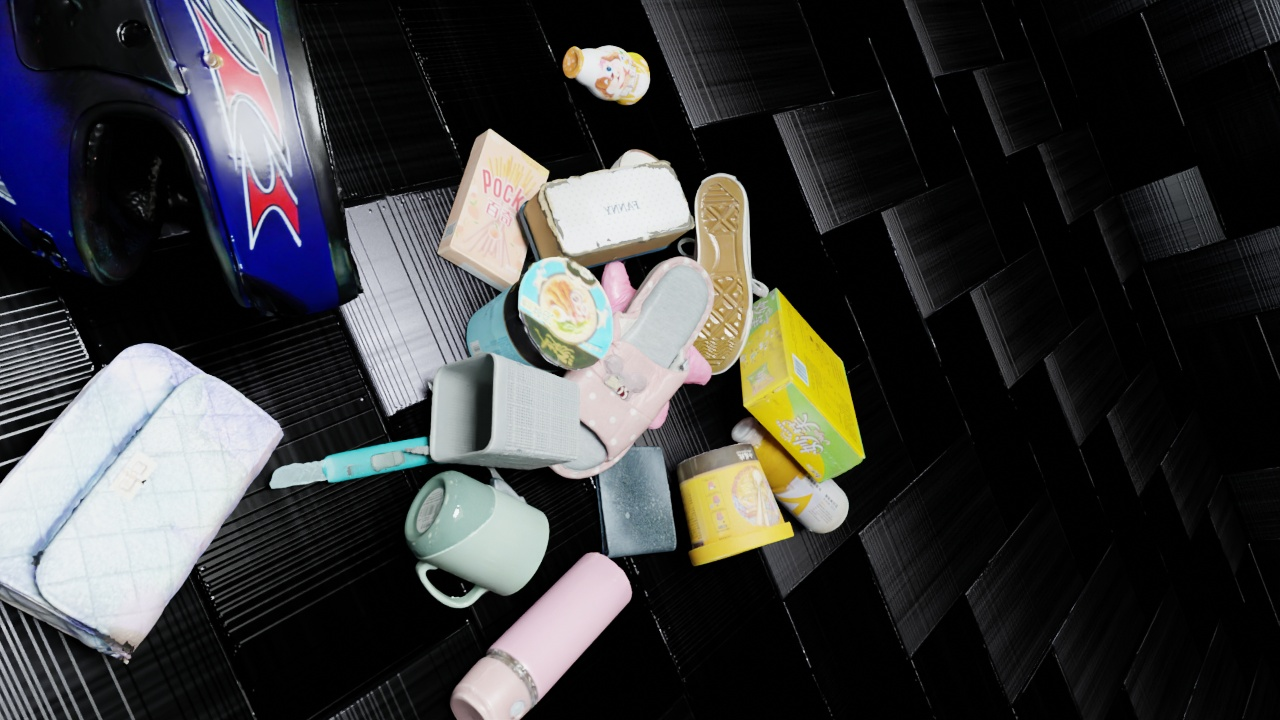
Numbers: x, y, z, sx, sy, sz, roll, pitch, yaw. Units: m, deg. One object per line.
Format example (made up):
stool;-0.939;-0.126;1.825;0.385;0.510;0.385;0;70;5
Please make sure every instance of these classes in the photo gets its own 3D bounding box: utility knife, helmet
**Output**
utility knife;-0.232;0.089;0.811;0.195;0.013;0.029;-8;84;-45
helmet;-0.344;-0.168;0.635;0.240;0.248;0.315;-14;87;-16

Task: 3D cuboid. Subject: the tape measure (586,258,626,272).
tape measure;-0.042;-0.130;1.048;0.057;0.039;0.058;-1;77;-43

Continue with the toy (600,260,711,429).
toy;0.013;-0.025;1.040;0.194;0.075;0.178;42;58;-30

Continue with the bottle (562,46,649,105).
bottle;-0.042;-0.347;1.106;0.108;0.063;0.063;1;76;-43

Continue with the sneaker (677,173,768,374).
sneaker;0.098;-0.105;1.123;0.087;0.118;0.241;-27;120;-76

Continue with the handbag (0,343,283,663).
handbag;-0.360;0.092;0.646;0.134;0.076;0.193;42;52;-26

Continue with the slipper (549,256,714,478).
slipper;-0.006;0.006;0.952;0.114;0.054;0.273;44;71;-22

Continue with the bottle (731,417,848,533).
bottle;0.186;0.142;1.153;0.189;0.068;0.067;44;50;-24

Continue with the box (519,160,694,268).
box;-0.038;-0.149;0.960;0.184;0.064;0.089;-16;83;-29

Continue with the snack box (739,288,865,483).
snack box;0.197;0.028;1.148;0.157;0.070;0.209;44;25;-24

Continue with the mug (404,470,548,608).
mug;-0.156;0.165;0.821;0.106;0.082;0.111;33;87;-32

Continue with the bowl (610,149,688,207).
bowl;-0.002;-0.184;1.082;0.113;0.062;0.113;27;47;-34

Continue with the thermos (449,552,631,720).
thermos;-0.089;0.272;0.857;0.198;0.067;0.087;-41;134;-44

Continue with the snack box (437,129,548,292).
snack box;-0.152;-0.158;0.963;0.084;0.026;0.157;31;57;-33

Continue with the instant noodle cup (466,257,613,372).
instant noodle cup;-0.106;-0.032;0.898;0.111;0.121;0.111;14;68;-39

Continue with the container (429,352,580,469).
container;-0.120;0.053;0.850;0.114;0.090;0.090;17;67;-45

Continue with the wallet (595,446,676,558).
wallet;-0.007;0.152;1.003;0.097;0.019;0.120;5;71;-42

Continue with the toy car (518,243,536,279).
toy car;-0.107;-0.104;0.976;0.036;0.043;0.091;31;58;-28

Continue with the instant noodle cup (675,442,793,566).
instant noodle cup;0.099;0.161;1.037;0.118;0.119;0.114;-3;70;-44

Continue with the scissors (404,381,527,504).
scissors;-0.147;0.087;0.884;0.159;0.014;0.181;-39;109;-47
